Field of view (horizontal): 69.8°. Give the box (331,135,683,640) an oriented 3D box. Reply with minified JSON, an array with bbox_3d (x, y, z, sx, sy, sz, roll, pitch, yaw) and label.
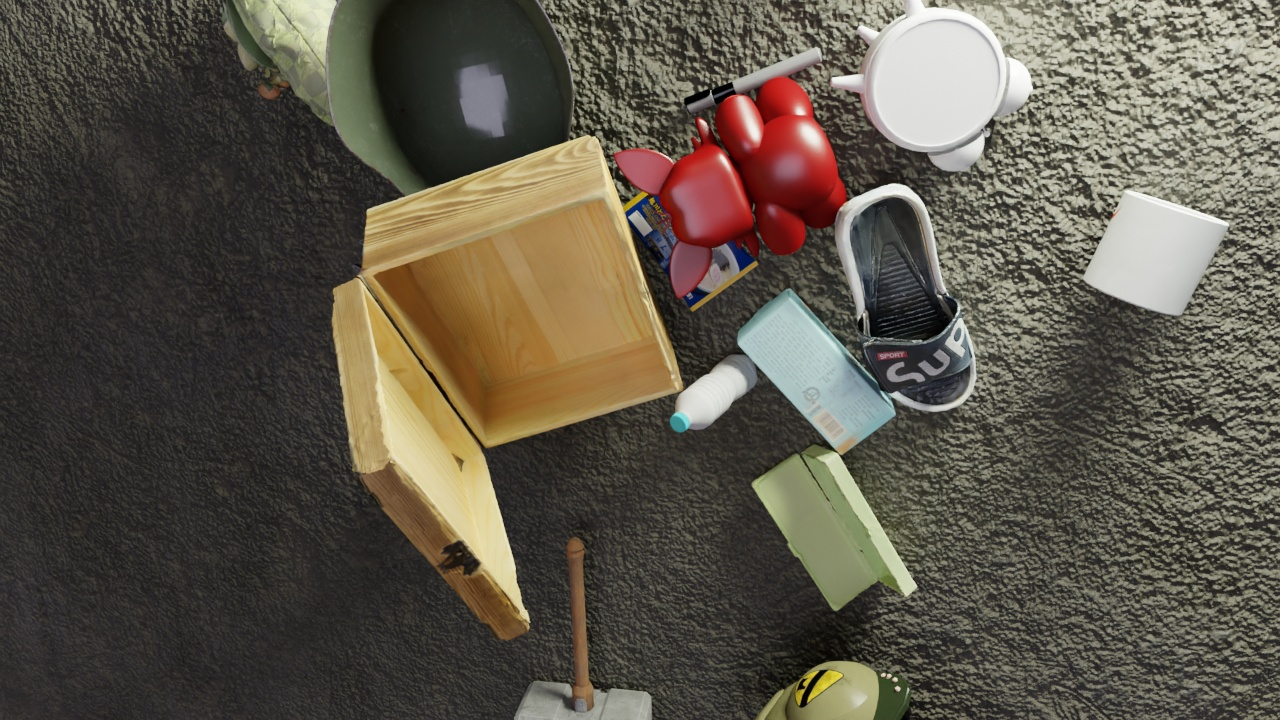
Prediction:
[{"bbox_3d":[-0.118,0.036,0.829,0.287,0.335,0.279,-16,138,7],"label":"box"}]

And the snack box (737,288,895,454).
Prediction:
[{"bbox_3d":[0.187,0.012,0.976,0.075,0.053,0.174,-41,98,21],"label":"snack box"}]

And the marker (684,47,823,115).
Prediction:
[{"bbox_3d":[0.111,-0.277,0.910,0.141,0.016,0.016,-18,104,16],"label":"marker"}]

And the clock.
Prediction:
[{"bbox_3d":[0.273,-0.263,0.862,0.161,0.072,0.126,33,112,-9],"label":"clock"}]

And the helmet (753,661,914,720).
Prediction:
[{"bbox_3d":[0.227,0.444,0.999,0.233,0.255,0.250,-33,99,16],"label":"helmet"}]

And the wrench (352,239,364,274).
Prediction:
[{"bbox_3d":[-0.215,-0.042,1.044,0.273,0.010,0.070,39,110,-4],"label":"wrench"}]

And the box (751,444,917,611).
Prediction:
[{"bbox_3d":[0.218,0.192,1.017,0.098,0.082,0.188,-36,100,-7],"label":"box"}]

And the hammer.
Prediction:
[{"bbox_3d":[-0.074,0.360,1.132,0.163,0.082,0.318,2,109,10],"label":"hammer"}]

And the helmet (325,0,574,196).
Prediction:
[{"bbox_3d":[-0.162,-0.256,0.896,0.227,0.153,0.268,-9,111,10],"label":"helmet"}]

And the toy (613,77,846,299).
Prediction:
[{"bbox_3d":[0.094,-0.170,0.888,0.197,0.120,0.158,-25,105,1],"label":"toy"}]

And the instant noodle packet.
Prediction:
[{"bbox_3d":[0.049,-0.129,0.968,0.087,0.026,0.134,-36,99,15],"label":"instant noodle packet"}]

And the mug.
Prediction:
[{"bbox_3d":[0.493,-0.100,0.865,0.121,0.091,0.090,6,114,-26],"label":"mug"}]

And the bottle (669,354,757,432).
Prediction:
[{"bbox_3d":[0.075,0.036,0.962,0.044,0.135,0.044,18,124,30],"label":"bottle"}]

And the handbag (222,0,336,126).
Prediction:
[{"bbox_3d":[-0.351,-0.315,0.939,0.117,0.113,0.186,-26,103,26],"label":"handbag"}]

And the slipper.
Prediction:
[{"bbox_3d":[0.267,-0.045,0.914,0.111,0.063,0.264,-19,115,10],"label":"slipper"}]
